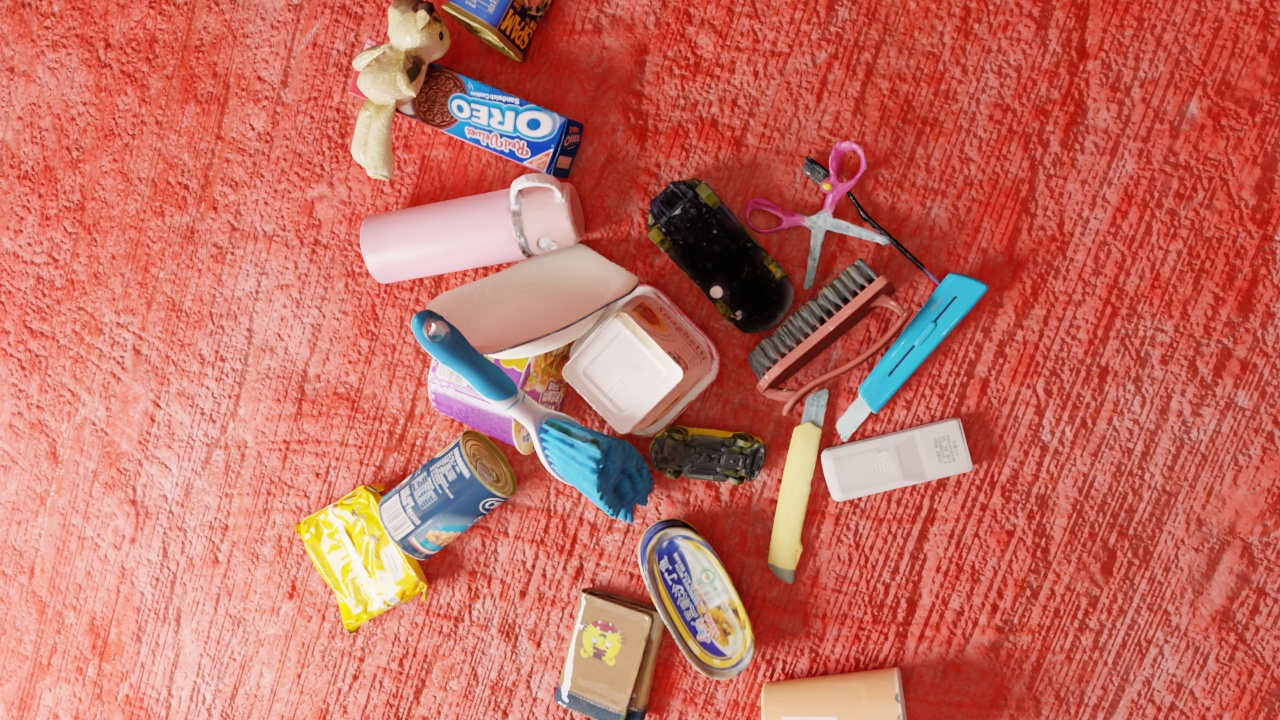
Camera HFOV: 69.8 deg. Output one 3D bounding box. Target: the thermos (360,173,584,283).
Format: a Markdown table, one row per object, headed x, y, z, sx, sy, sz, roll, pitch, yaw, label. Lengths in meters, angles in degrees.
| x | y | z | sx | sy | sz | roll | pitch | yaw | label |
| --- | --- | --- | --- | --- | --- | --- | --- | --- | --- |
| -0.154 | -0.122 | 0.831 | 0.199 | 0.087 | 0.067 | -8 | 60 | 13 | thermos |

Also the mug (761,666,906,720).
| x | y | z | sx | sy | sz | roll | pitch | yaw | label |
| --- | --- | --- | --- | --- | --- | --- | --- | --- | --- |
| 0.173 | 0.316 | 0.817 | 0.123 | 0.078 | 0.078 | -8 | 94 | 15 | mug |

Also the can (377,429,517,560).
| x | y | z | sx | sy | sz | roll | pitch | yaw | label |
| --- | --- | --- | --- | --- | --- | --- | --- | --- | --- |
| -0.182 | 0.127 | 0.863 | 0.111 | 0.075 | 0.075 | -37 | 88 | 12 | can |

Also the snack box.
| x | y | z | sx | sy | sz | roll | pitch | yaw | label |
| --- | --- | --- | --- | --- | --- | --- | --- | --- | --- |
| -0.157 | -0.228 | 0.835 | 0.207 | 0.058 | 0.057 | 24 | 102 | 8 | snack box |

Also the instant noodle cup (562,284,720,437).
| x | y | z | sx | sy | sz | roll | pitch | yaw | label |
| --- | --- | --- | --- | --- | --- | --- | --- | --- | --- |
| -0.005 | 0.005 | 0.794 | 0.116 | 0.124 | 0.117 | 45 | 102 | 4 | instant noodle cup |

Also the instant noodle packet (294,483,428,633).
| x | y | z | sx | sy | sz | roll | pitch | yaw | label |
| --- | --- | --- | --- | --- | --- | --- | --- | --- | --- |
| -0.270 | 0.194 | 0.902 | 0.111 | 0.044 | 0.128 | -29 | 86 | 18 | instant noodle packet |

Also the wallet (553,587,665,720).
| x | y | z | sx | sy | sz | roll | pitch | yaw | label |
| --- | --- | --- | --- | --- | --- | --- | --- | --- | --- |
| -0.027 | 0.283 | 0.873 | 0.090 | 0.033 | 0.115 | 15 | 94 | 10 | wallet |

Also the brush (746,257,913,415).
| x | y | z | sx | sy | sz | roll | pitch | yaw | label |
| --- | --- | --- | --- | --- | --- | --- | --- | --- | --- |
| 0.160 | -0.017 | 0.792 | 0.146 | 0.063 | 0.069 | -41 | 74 | 13 | brush |

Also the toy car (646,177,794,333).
| x | y | z | sx | sy | sz | roll | pitch | yaw | label |
| --- | --- | --- | --- | --- | --- | --- | --- | --- | --- |
| 0.070 | -0.092 | 0.812 | 0.070 | 0.042 | 0.158 | -41 | 86 | 11 | toy car |

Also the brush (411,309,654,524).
| x | y | z | sx | sy | sz | roll | pitch | yaw | label |
| --- | --- | --- | --- | --- | --- | --- | --- | --- | --- |
| -0.074 | 0.053 | 0.735 | 0.109 | 0.314 | 0.060 | 26 | 75 | 23 | brush |

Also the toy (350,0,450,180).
| x | y | z | sx | sy | sz | roll | pitch | yaw | label |
| --- | --- | --- | --- | --- | --- | --- | --- | --- | --- |
| -0.210 | -0.233 | 0.788 | 0.105 | 0.066 | 0.157 | 41 | 113 | 48 | toy |

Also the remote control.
| x | y | z | sx | sy | sz | roll | pitch | yaw | label |
| --- | --- | --- | --- | --- | --- | --- | --- | --- | --- |
| 0.225 | 0.089 | 0.810 | 0.125 | 0.024 | 0.049 | -16 | 93 | 11 | remote control |

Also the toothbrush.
| x | y | z | sx | sy | sz | roll | pitch | yaw | label |
| --- | --- | --- | --- | --- | --- | --- | --- | --- | --- |
| 0.210 | -0.110 | 0.799 | 0.189 | 0.014 | 0.017 | 44 | 109 | 4 | toothbrush |

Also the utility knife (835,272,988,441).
| x | y | z | sx | sy | sz | roll | pitch | yaw | label |
| --- | --- | --- | --- | --- | --- | --- | --- | --- | --- |
| 0.229 | -0.001 | 0.799 | 0.034 | 0.018 | 0.182 | 37 | 108 | 4 | utility knife |

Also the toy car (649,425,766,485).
| x | y | z | sx | sy | sz | roll | pitch | yaw | label |
| --- | --- | --- | --- | --- | --- | --- | --- | --- | --- |
| 0.060 | 0.082 | 0.828 | 0.105 | 0.032 | 0.048 | 5 | 117 | -7 | toy car |

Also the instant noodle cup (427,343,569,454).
| x | y | z | sx | sy | sz | roll | pitch | yaw | label |
| --- | --- | --- | --- | --- | --- | --- | --- | --- | --- |
| -0.130 | 0.019 | 0.833 | 0.099 | 0.111 | 0.111 | 14 | 98 | 18 | instant noodle cup |

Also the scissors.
| x | y | z | sx | sy | sz | roll | pitch | yaw | label |
| --- | --- | --- | --- | --- | --- | --- | --- | --- | --- |
| 0.154 | -0.126 | 0.799 | 0.134 | 0.017 | 0.133 | 16 | 111 | 17 | scissors |

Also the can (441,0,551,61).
| x | y | z | sx | sy | sz | roll | pitch | yaw | label |
| --- | --- | --- | --- | --- | --- | --- | --- | --- | --- |
| -0.117 | -0.318 | 0.796 | 0.057 | 0.102 | 0.083 | 31 | 98 | 7 | can |

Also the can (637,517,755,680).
| x | y | z | sx | sy | sz | roll | pitch | yaw | label |
| --- | --- | --- | --- | --- | --- | --- | --- | --- | --- |
| 0.051 | 0.215 | 0.832 | 0.074 | 0.049 | 0.148 | -27 | 92 | -4 | can |

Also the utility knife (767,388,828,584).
| x | y | z | sx | sy | sz | roll | pitch | yaw | label |
| --- | --- | --- | --- | --- | --- | --- | --- | --- | --- |
| 0.143 | 0.114 | 0.830 | 0.031 | 0.019 | 0.183 | 11 | 103 | 5 | utility knife |

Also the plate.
| x | y | z | sx | sy | sz | roll | pitch | yaw | label |
| --- | --- | --- | --- | --- | --- | --- | --- | --- | --- |
| -0.091 | -0.044 | 0.784 | 0.163 | 0.164 | 0.034 | -25 | 119 | -17 | plate |
